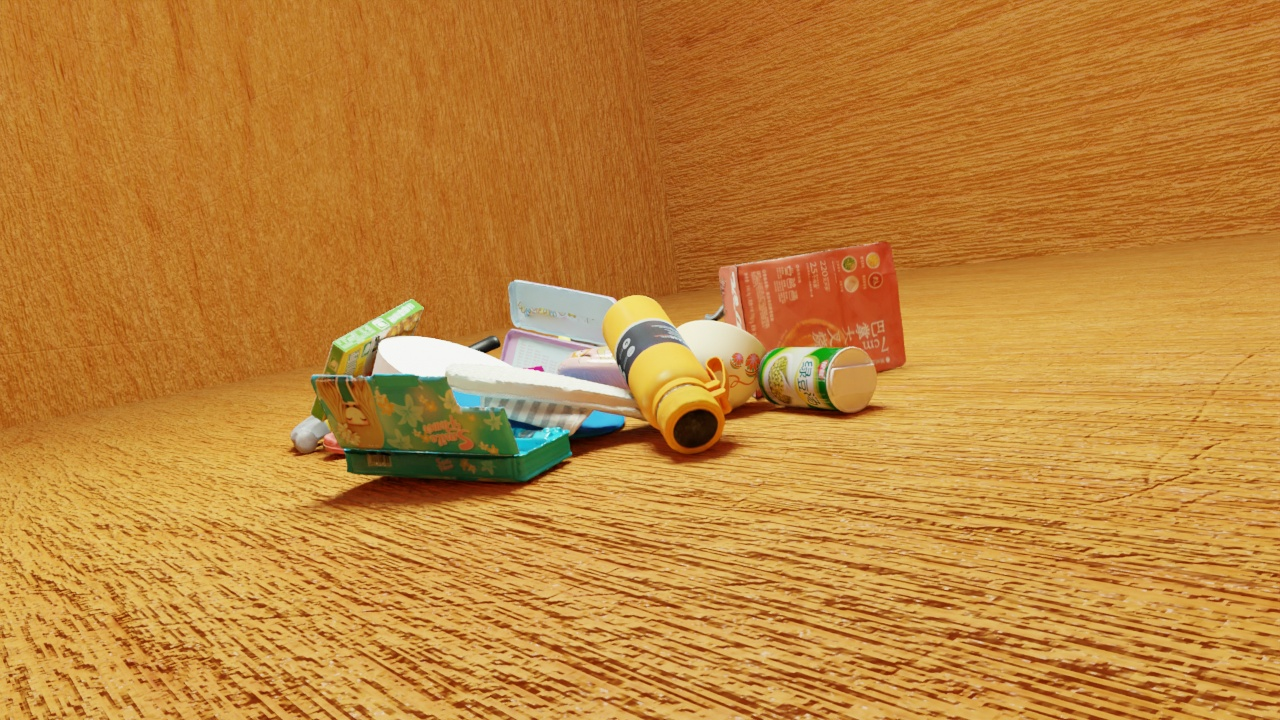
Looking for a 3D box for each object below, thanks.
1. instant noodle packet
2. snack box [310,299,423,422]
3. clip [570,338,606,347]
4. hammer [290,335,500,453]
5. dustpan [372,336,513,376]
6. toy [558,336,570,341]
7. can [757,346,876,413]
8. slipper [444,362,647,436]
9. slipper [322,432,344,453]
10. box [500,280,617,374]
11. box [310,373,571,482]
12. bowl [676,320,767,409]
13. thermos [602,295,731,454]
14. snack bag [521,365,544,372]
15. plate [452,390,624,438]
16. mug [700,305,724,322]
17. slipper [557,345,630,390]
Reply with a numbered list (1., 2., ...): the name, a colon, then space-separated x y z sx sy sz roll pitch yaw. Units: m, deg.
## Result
1. instant noodle packet: 0.222 -0.054 1.138 0.220 0.164 0.084 -11 5 -9
2. snack box: -0.372 -0.002 1.257 0.027 0.132 0.167 35 34 8
3. clip: -0.065 -0.007 1.365 0.152 0.126 0.105 -32 7 20
4. hammer: -0.350 0.041 1.328 0.323 0.029 0.127 -28 15 -21
5. dustpan: -0.234 0.040 1.197 0.258 0.053 0.191 26 17 31
6. toy: -0.028 -0.009 1.447 0.194 0.087 0.134 -4 -10 8
7. can: 0.187 0.019 0.981 0.067 0.067 0.121 -13 8 -29
8. slipper: -0.077 0.046 0.989 0.272 0.054 0.114 9 11 -14
9. slipper: -0.285 0.074 1.189 0.248 0.059 0.103 -8 7 -7
10. box: -0.115 -0.031 1.305 0.214 0.151 0.040 13 12 38
11. box: -0.202 0.078 0.906 0.228 0.086 0.168 -1 -25 27
12. bowl: 0.080 0.020 1.041 0.118 0.118 0.073 -5 50 32
13. thermos: 0.027 0.005 0.948 0.091 0.076 0.232 -49 29 11
14. snack bag: -0.197 0.041 1.321 0.197 0.070 0.016 -4 28 39
15. plate: -0.130 0.057 1.073 0.224 0.024 0.224 11 13 -3
16. mug: 0.128 -0.036 1.345 0.081 0.117 0.111 9 -1 -35
17. slipper: -0.007 0.007 1.185 0.197 0.093 0.081 -1 52 17
